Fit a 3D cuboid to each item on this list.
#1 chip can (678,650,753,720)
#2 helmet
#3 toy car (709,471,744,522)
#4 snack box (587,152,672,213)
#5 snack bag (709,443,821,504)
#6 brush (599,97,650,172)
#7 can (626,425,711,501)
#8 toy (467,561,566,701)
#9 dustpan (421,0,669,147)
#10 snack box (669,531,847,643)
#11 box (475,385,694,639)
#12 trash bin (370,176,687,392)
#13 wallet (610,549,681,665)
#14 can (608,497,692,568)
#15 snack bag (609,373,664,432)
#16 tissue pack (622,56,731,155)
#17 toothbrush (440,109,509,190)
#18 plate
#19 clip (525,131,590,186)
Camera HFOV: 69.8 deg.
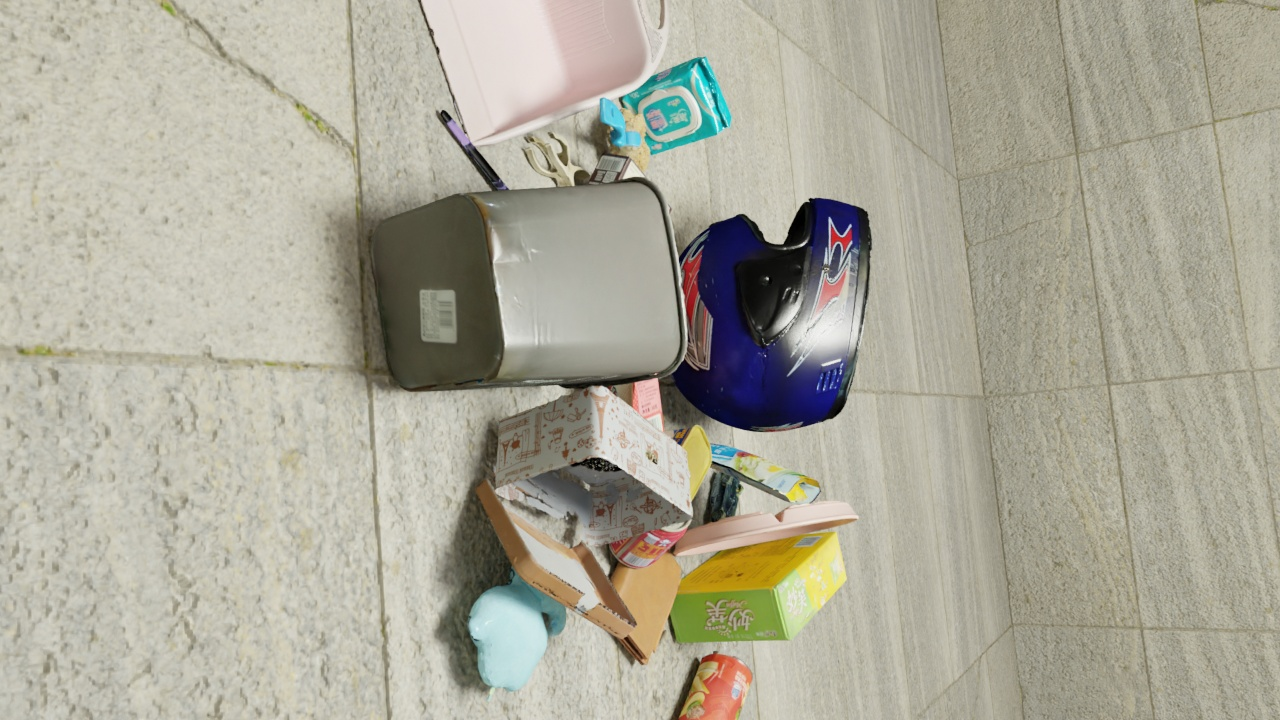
[{"bbox_3d":[0.071,0.452,1.086,0.073,0.073,0.215,64,35,-25],"label":"chip can"},{"bbox_3d":[0.149,-0.069,1.163,0.248,0.240,0.315,107,-5,-73],"label":"helmet"},{"bbox_3d":[0.114,0.192,1.248,0.043,0.034,0.090,46,48,-46],"label":"toy car"},{"bbox_3d":[-0.024,-0.156,1.065,0.113,0.053,0.125,41,71,-53],"label":"snack box"},{"bbox_3d":[0.122,0.131,1.141,0.110,0.191,0.039,-3,107,-53],"label":"snack bag"},{"bbox_3d":[-0.021,-0.263,1.052,0.254,0.046,0.083,-37,125,-83],"label":"brush"},{"bbox_3d":[0.026,0.125,1.078,0.101,0.083,0.057,-54,127,-48],"label":"can"},{"bbox_3d":[-0.113,0.245,0.864,0.161,0.050,0.156,53,34,-49],"label":"toy"},{"bbox_3d":[-0.090,-0.370,0.960,0.272,0.139,0.222,-43,120,-53],"label":"dustpan"},{"bbox_3d":[0.152,0.286,1.169,0.209,0.158,0.070,-17,94,-57],"label":"snack box"},{"bbox_3d":[-0.053,0.157,0.878,0.183,0.155,0.187,40,36,-45],"label":"box"},{"bbox_3d":[-0.102,-0.061,0.832,0.219,0.199,0.198,-11,92,-51],"label":"trash bin"},{"bbox_3d":[0.004,0.267,1.060,0.108,0.031,0.131,57,40,-28],"label":"wallet"},{"bbox_3d":[0.011,0.181,1.014,0.066,0.094,0.066,15,49,-18],"label":"can"},{"bbox_3d":[-0.006,0.006,1.022,0.128,0.073,0.208,-65,155,-82],"label":"snack bag"},{"bbox_3d":[0.048,-0.324,1.172,0.093,0.134,0.050,61,41,-23],"label":"tissue pack"},{"bbox_3d":[-0.145,-0.182,0.942,0.189,0.017,0.014,53,57,-38],"label":"toothbrush"},{"bbox_3d":[0.150,0.205,1.124,0.229,0.230,0.028,13,62,-56],"label":"plate"},{"bbox_3d":[-0.090,-0.214,1.027,0.100,0.035,0.071,47,45,-54],"label":"clip"}]
